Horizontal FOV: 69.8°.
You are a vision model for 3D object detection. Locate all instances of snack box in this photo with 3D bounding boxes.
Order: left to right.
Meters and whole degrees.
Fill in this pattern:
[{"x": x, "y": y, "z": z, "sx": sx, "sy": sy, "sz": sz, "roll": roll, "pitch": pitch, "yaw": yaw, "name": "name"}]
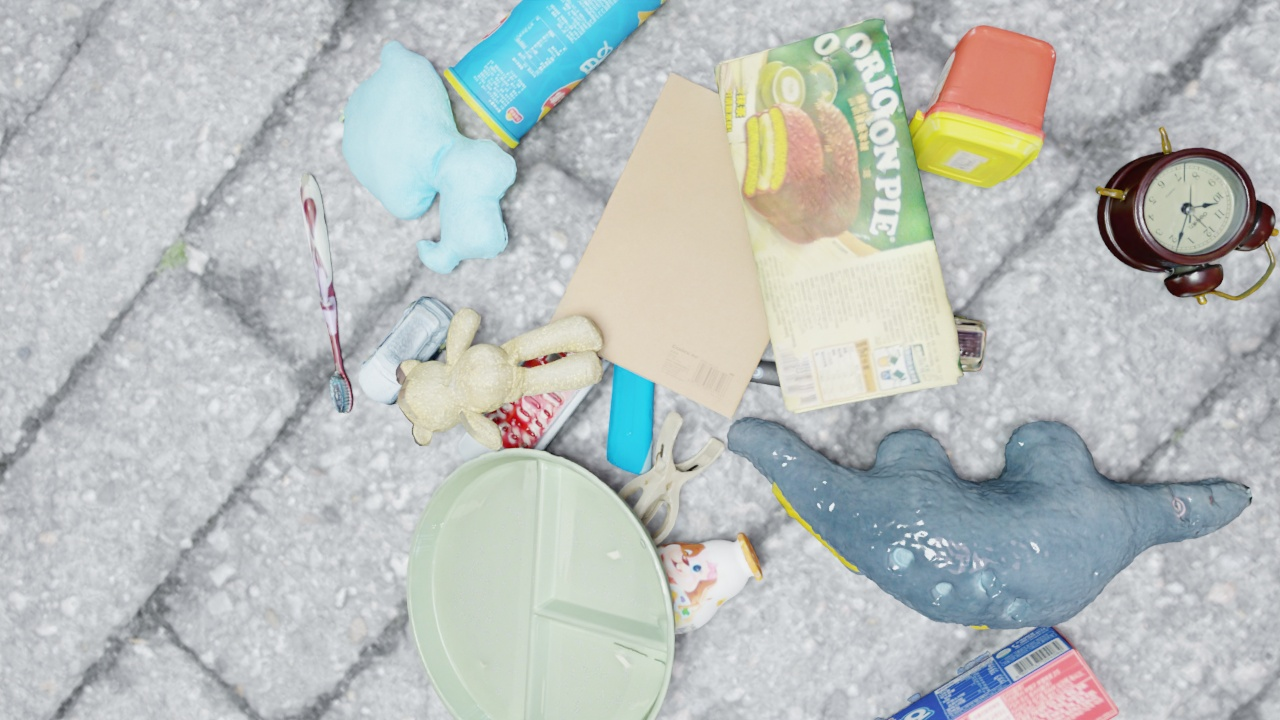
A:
[{"x": 0.130, "y": -0.091, "z": 0.610, "sx": 0.114, "sy": 0.063, "sz": 0.240, "roll": -13, "pitch": 86, "yaw": 13, "name": "snack box"}, {"x": 0.219, "y": 0.266, "z": 0.640, "sx": 0.207, "sy": 0.057, "sz": 0.058, "roll": -35, "pitch": 90, "yaw": 7, "name": "snack box"}, {"x": 0.226, "y": -0.169, "z": 0.609, "sx": 0.082, "sy": 0.091, "sz": 0.080, "roll": 17, "pitch": 87, "yaw": 5, "name": "snack box"}]

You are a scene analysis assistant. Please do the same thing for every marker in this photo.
[{"x": 0.091, "y": 0.009, "z": 0.667, "sx": 0.124, "sy": 0.015, "sz": 0.018, "roll": 8, "pitch": 88, "yaw": 8, "name": "marker"}]

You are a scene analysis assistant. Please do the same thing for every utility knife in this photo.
[{"x": -0.004, "y": 0.004, "z": 0.678, "sx": 0.034, "sy": 0.018, "sz": 0.161, "roll": 4, "pitch": 91, "yaw": 4, "name": "utility knife"}]

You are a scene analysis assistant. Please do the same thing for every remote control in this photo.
[{"x": -0.080, "y": 0.032, "z": 0.686, "sx": 0.056, "sy": 0.020, "sz": 0.136, "roll": 39, "pitch": 96, "yaw": 3, "name": "remote control"}]

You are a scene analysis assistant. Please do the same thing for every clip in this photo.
[{"x": 0.016, "y": 0.089, "z": 0.662, "sx": 0.070, "sy": 0.035, "sz": 0.100, "roll": 32, "pitch": 89, "yaw": -32, "name": "clip"}]

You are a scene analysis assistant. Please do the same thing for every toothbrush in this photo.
[{"x": -0.243, "y": -0.051, "z": 0.705, "sx": 0.016, "sy": 0.017, "sz": 0.187, "roll": -9, "pitch": 92, "yaw": 6, "name": "toothbrush"}]

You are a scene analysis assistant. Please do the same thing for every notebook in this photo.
[{"x": 0.043, "y": -0.083, "z": 0.662, "sx": 0.149, "sy": 0.012, "sz": 0.211, "roll": 25, "pitch": 89, "yaw": 4, "name": "notebook"}]

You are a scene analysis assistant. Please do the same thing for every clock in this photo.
[{"x": 0.365, "y": -0.091, "z": 0.610, "sx": 0.122, "sy": 0.055, "sz": 0.082, "roll": 45, "pitch": 96, "yaw": 2, "name": "clock"}]

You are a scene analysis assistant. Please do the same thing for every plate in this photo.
[{"x": -0.073, "y": 0.175, "z": 0.650, "sx": 0.231, "sy": 0.027, "sz": 0.230, "roll": 1, "pitch": 93, "yaw": 30, "name": "plate"}]

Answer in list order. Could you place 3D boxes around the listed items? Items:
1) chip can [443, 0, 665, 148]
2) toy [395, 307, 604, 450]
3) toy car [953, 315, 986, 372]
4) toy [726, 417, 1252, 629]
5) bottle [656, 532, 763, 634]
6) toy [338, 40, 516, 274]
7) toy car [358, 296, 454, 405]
[{"x": -0.039, "y": -0.247, "z": 0.647, "sx": 0.210, "sy": 0.071, "sz": 0.071, "roll": -42, "pitch": 87, "yaw": 6, "name": "chip can"}, {"x": -0.100, "y": 0.011, "z": 0.651, "sx": 0.157, "sy": 0.066, "sz": 0.105, "roll": -17, "pitch": 80, "yaw": 15, "name": "toy"}, {"x": 0.195, "y": -0.014, "z": 0.644, "sx": 0.090, "sy": 0.035, "sz": 0.042, "roll": 6, "pitch": 91, "yaw": 10, "name": "toy car"}, {"x": 0.234, "y": 0.111, "z": 0.624, "sx": 0.356, "sy": 0.091, "sz": 0.137, "roll": 4, "pitch": 65, "yaw": 6, "name": "toy"}, {"x": 0.032, "y": 0.160, "z": 0.656, "sx": 0.108, "sy": 0.063, "sz": 0.063, "roll": -25, "pitch": 89, "yaw": 7, "name": "bottle"}, {"x": -0.162, "y": -0.148, "z": 0.674, "sx": 0.156, "sy": 0.049, "sz": 0.161, "roll": 12, "pitch": 103, "yaw": 15, "name": "toy"}, {"x": -0.177, "y": -0.006, "z": 0.691, "sx": 0.043, "sy": 0.034, "sz": 0.090, "roll": 41, "pitch": 98, "yaw": 1, "name": "toy car"}]
